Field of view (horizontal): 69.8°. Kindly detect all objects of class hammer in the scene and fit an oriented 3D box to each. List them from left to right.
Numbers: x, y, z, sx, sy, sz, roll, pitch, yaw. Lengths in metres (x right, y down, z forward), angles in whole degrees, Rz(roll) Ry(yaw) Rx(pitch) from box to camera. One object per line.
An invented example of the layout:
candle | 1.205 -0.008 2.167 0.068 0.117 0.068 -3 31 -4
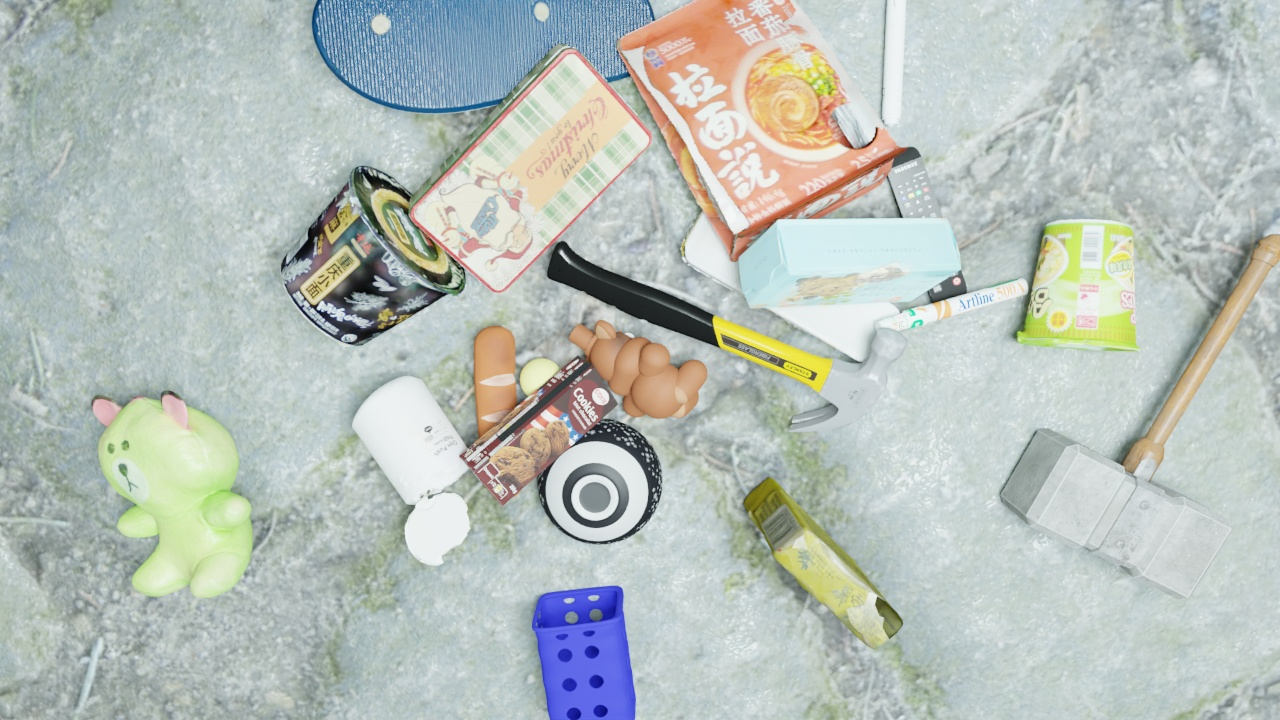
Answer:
hammer | 0.065 -0.029 0.837 0.323 0.029 0.127 23 124 6
hammer | 0.478 0.033 0.812 0.163 0.083 0.318 26 99 -1

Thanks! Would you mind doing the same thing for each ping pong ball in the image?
ping pong ball | -0.093 0.018 0.860 0.040 0.040 0.040 0 98 3

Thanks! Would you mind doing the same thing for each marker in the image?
marker | 0.225 -0.276 0.811 0.017 0.020 0.133 2 99 12
marker | 0.280 -0.048 0.826 0.145 0.017 0.017 -16 97 -9

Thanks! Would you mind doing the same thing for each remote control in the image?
remote control | 0.259 -0.121 0.835 0.033 0.015 0.147 -21 97 6

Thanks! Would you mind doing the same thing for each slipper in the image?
slipper | -0.133 -0.282 0.812 0.294 0.060 0.118 -7 103 -9

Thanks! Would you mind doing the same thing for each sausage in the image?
sausage | -0.134 0.049 0.865 0.039 0.044 0.164 -8 100 -31

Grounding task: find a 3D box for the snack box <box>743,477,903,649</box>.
snack box | 0.153 0.175 0.800 0.045 0.181 0.121 -45 95 3

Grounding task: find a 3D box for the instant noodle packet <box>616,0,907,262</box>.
instant noodle packet | 0.099 -0.223 0.801 0.164 0.084 0.221 -28 82 -4

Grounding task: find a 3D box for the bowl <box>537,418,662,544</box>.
bowl | -0.040 0.119 0.859 0.120 0.066 0.120 0 98 3

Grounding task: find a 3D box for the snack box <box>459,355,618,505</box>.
snack box | -0.091 0.063 0.833 0.140 0.032 0.051 -41 129 -13

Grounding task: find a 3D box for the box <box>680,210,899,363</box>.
box | 0.137 -0.069 0.838 0.210 0.037 0.064 30 95 -1

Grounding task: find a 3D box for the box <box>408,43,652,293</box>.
box | -0.098 -0.167 0.809 0.205 0.051 0.117 -43 120 6

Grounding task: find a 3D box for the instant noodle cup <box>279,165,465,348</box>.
instant noodle cup | -0.242 -0.085 0.815 0.112 0.137 0.137 -35 95 15

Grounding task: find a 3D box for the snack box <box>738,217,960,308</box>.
snack box | 0.177 -0.083 0.779 0.174 0.075 0.053 -3 74 -21

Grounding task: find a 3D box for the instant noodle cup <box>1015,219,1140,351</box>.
instant noodle cup | 0.387 -0.064 0.802 0.099 0.099 0.108 6 91 2

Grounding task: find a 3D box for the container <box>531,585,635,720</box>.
container | -0.051 0.288 0.876 0.085 0.084 0.113 -7 99 2

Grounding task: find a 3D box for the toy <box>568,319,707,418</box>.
toy | -0.005 0.005 0.847 0.128 0.065 0.095 35 140 12

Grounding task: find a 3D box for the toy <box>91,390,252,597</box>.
toy | -0.433 0.122 0.868 0.150 0.107 0.197 -8 89 27

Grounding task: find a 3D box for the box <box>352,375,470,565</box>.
box | -0.205 0.105 0.860 0.156 0.084 0.126 52 133 12
